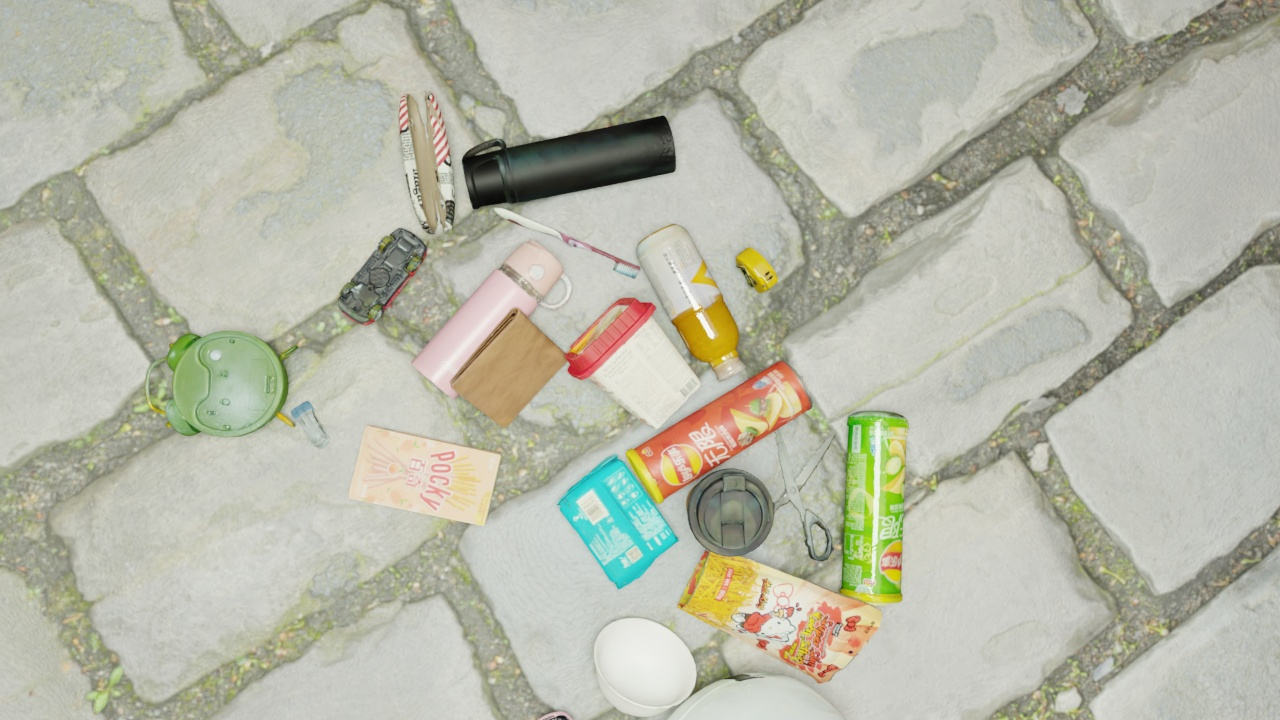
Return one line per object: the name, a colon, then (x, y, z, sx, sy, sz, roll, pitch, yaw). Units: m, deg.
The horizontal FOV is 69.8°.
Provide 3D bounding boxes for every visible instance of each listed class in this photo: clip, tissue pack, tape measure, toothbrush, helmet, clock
clip: (-0.375, 0.074, 1.041, 0.024, 0.027, 0.056, -31, 79, -9)
tissue pack: (-0.025, 0.185, 1.052, 0.093, 0.050, 0.133, -36, 90, -9)
tape measure: (0.135, -0.105, 1.087, 0.029, 0.060, 0.057, -39, 91, -3)
toothbrush: (-0.088, -0.140, 1.090, 0.187, 0.016, 0.017, 23, 93, -4)
helmet: (0.097, 0.427, 0.978, 0.258, 0.229, 0.146, -29, 51, -5)
clock: (-0.466, 0.027, 1.017, 0.161, 0.056, 0.116, 1, 85, -6)

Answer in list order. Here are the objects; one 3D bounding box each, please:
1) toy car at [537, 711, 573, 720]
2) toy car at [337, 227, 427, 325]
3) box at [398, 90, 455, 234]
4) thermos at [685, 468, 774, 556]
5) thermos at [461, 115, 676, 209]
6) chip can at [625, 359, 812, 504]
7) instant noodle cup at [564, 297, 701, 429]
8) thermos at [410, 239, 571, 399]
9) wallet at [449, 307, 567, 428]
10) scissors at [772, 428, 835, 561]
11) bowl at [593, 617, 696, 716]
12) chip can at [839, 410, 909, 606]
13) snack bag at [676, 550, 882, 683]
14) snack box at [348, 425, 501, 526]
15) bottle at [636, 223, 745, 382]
toy car: (-0.084, 0.452, 1.033, 0.056, 0.037, 0.122, -20, 100, -4)
toy car: (-0.293, -0.094, 1.049, 0.053, 0.045, 0.120, 37, 78, 0)
box: (-0.254, -0.225, 1.056, 0.073, 0.076, 0.163, -11, 88, -11)
thermos: (0.091, 0.164, 1.018, 0.093, 0.143, 0.093, 0, 86, -5)
thermos: (-0.086, -0.240, 1.074, 0.242, 0.068, 0.090, -11, 64, -6)
chip can: (0.092, 0.082, 1.062, 0.216, 0.073, 0.073, -30, 89, -8)
instant noodle cup: (-0.006, 0.006, 1.043, 0.116, 0.116, 0.124, -45, 102, -7)
thermos: (-0.165, -0.043, 1.052, 0.087, 0.067, 0.198, 45, 81, -21)
wallet: (-0.148, 0.010, 1.040, 0.115, 0.020, 0.101, -48, 134, -5)
scissors: (0.185, 0.160, 1.094, 0.180, 0.014, 0.159, -45, 91, -8)
bowl: (-0.004, 0.355, 1.026, 0.118, 0.118, 0.065, 18, 122, -4)
chip can: (0.274, 0.169, 1.073, 0.072, 0.072, 0.221, 4, 85, -6)
snack bag: (0.153, 0.289, 1.046, 0.208, 0.073, 0.129, 25, 119, 0)
snack box: (-0.244, 0.131, 1.046, 0.157, 0.026, 0.084, 13, 84, -4)
bottle: (0.063, -0.065, 1.072, 0.068, 0.068, 0.189, -28, 89, -8)
